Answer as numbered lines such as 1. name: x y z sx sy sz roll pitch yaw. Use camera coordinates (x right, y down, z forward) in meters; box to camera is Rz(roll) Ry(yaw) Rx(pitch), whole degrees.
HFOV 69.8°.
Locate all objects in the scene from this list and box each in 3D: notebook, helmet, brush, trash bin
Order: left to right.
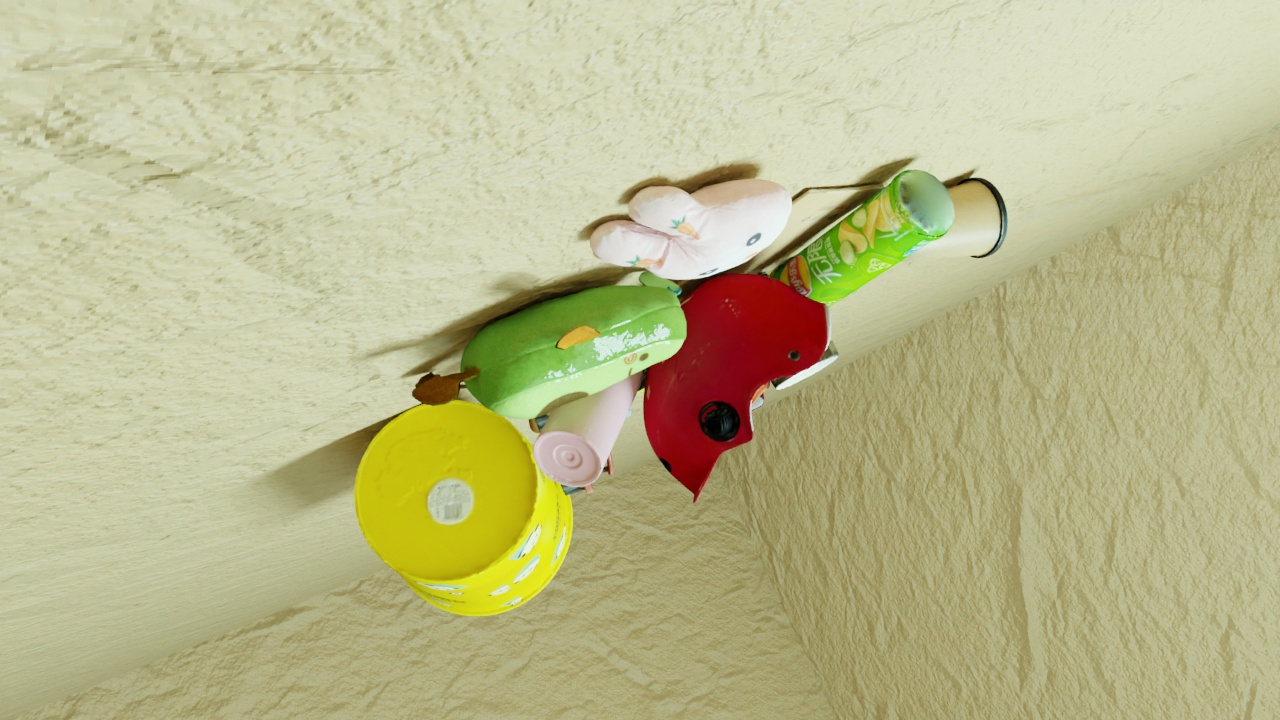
1. trash bin: -0.194 0.162 1.023 0.229 0.229 0.256 -23 165 -9
2. brush: -0.080 0.078 1.056 0.069 0.146 0.063 -20 -161 -3
3. helmet: 0.076 0.012 0.923 0.240 0.144 0.206 -53 175 14
4. notebook: 0.127 -0.116 0.912 0.147 0.008 0.208 -15 167 -47

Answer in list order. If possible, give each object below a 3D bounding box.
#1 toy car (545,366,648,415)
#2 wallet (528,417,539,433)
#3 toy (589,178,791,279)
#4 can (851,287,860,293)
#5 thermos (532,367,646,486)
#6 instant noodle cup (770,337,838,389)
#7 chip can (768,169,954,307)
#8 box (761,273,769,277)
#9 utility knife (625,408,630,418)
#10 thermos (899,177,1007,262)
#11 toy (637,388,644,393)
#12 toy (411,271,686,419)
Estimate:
1. toy car: -0.049 0.022 1.001 0.157 0.042 0.070 -7 156 -32
2. wallet: -0.090 0.049 1.179 0.119 0.035 0.131 -28 165 -12
3. toy: 0.039 -0.095 0.677 0.159 0.054 0.122 -6 160 -41
4. can: 0.214 -0.099 1.086 0.083 0.057 0.102 -22 170 -3
5. thermos: -0.049 0.032 0.888 0.087 0.067 0.198 3 -144 15
6. instant noodle cup: 0.191 -0.033 1.195 0.118 0.114 0.118 -26 169 -6
7. chip can: 0.216 -0.110 0.924 0.072 0.072 0.222 -19 169 -33
8. box: 0.106 -0.012 1.072 0.185 0.090 0.060 -47 176 22
9. utility knife: -0.056 0.035 1.120 0.034 0.018 0.218 -14 157 11
10. thermos: 0.339 -0.152 1.035 0.143 0.093 0.093 -14 168 -18
11. toy: -0.004 0.023 1.284 0.096 0.031 0.100 -22 166 -18
12. toy: -0.070 -0.006 0.769 0.246 0.090 0.227 -20 180 -8
